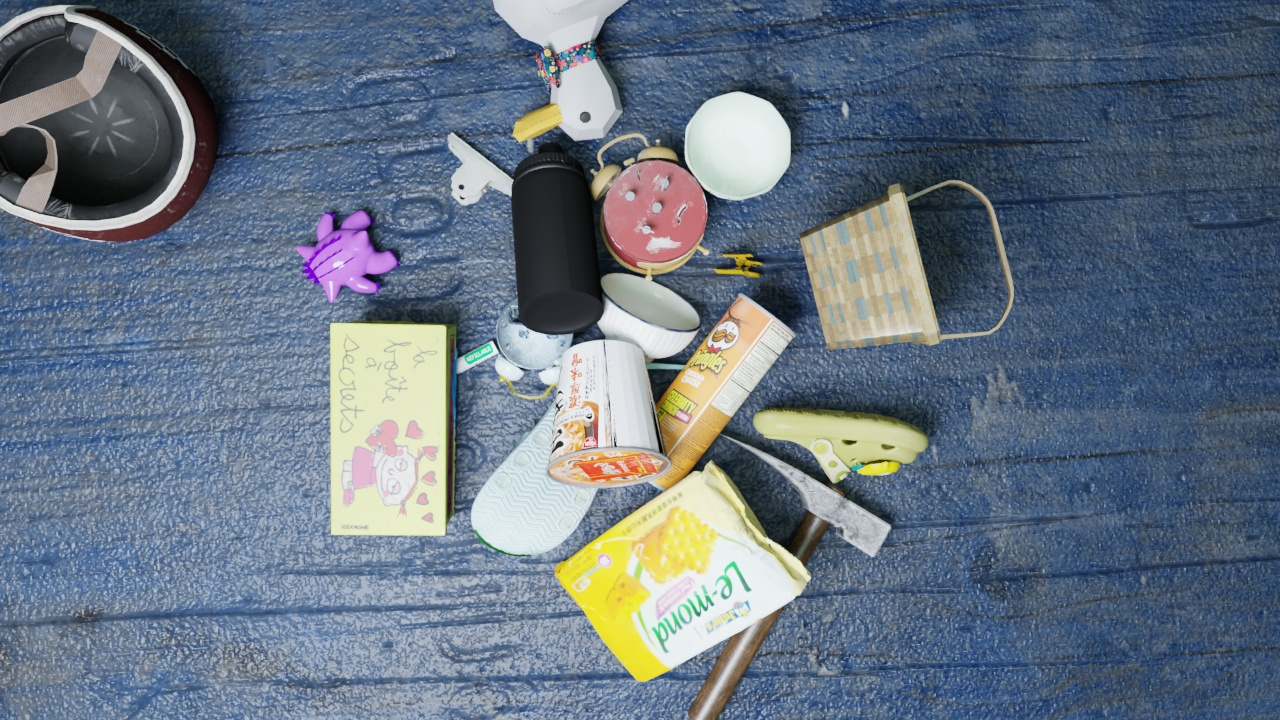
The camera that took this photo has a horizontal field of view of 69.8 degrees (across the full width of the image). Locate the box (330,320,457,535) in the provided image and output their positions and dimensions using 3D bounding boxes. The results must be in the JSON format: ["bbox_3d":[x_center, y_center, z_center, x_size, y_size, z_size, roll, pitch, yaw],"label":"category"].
[{"bbox_3d":[-0.257,0.067,0.962,0.124,0.082,0.221,4,97,-3],"label":"box"}]

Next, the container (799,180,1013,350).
[{"bbox_3d":[0.270,-0.088,0.925,0.186,0.249,0.157,-14,88,13],"label":"container"}]

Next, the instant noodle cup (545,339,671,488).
[{"bbox_3d":[-0.035,0.052,0.923,0.123,0.124,0.121,-3,66,-3],"label":"instant noodle cup"}]

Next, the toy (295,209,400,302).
[{"bbox_3d":[-0.321,-0.114,0.992,0.088,0.056,0.106,-33,89,0],"label":"toy"}]

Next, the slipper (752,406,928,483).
[{"bbox_3d":[0.215,0.094,0.996,0.190,0.091,0.081,7,90,1],"label":"slipper"}]

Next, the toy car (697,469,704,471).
[{"bbox_3d":[0.080,0.156,0.979,0.039,0.027,0.090,-35,92,9],"label":"toy car"}]

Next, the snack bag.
[{"bbox_3d":[0.036,0.221,0.956,0.248,0.068,0.159,-37,92,25],"label":"snack bag"}]

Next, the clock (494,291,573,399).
[{"bbox_3d":[-0.115,-0.016,0.998,0.083,0.057,0.117,8,87,-3],"label":"clock"}]

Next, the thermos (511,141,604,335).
[{"bbox_3d":[-0.091,-0.134,0.963,0.086,0.086,0.198,-6,63,-3],"label":"thermos"}]

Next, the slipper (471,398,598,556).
[{"bbox_3d":[-0.084,0.104,0.991,0.104,0.074,0.245,36,71,-4],"label":"slipper"}]

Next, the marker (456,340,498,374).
[{"bbox_3d":[-0.225,0.018,1.012,0.145,0.017,0.017,-28,89,-4],"label":"marker"}]

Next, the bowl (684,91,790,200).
[{"bbox_3d":[0.103,-0.230,1.015,0.117,0.061,0.117,0,87,-3],"label":"bowl"}]

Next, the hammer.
[{"bbox_3d":[0.108,0.249,1.011,0.217,0.037,0.300,31,87,-1],"label":"hammer"}]

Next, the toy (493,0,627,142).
[{"bbox_3d":[-0.074,-0.379,0.980,0.246,0.141,0.267,-32,107,-5],"label":"toy"}]

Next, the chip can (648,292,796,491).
[{"bbox_3d":[0.071,0.036,0.981,0.075,0.075,0.215,37,95,-1],"label":"chip can"}]

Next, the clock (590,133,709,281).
[{"bbox_3d":[0.008,-0.172,0.998,0.117,0.081,0.159,-25,89,-4],"label":"clock"}]

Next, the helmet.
[{"bbox_3d":[-0.540,-0.219,0.886,0.233,0.253,0.233,26,92,-26],"label":"helmet"}]

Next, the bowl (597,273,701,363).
[{"bbox_3d":[0.000,-0.038,0.986,0.118,0.117,0.062,24,115,-2],"label":"bowl"}]

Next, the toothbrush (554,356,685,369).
[{"bbox_3d":[-0.006,0.006,0.997,0.180,0.016,0.016,3,107,-19],"label":"toothbrush"}]

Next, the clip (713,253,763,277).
[{"bbox_3d":[0.114,-0.108,1.023,0.049,0.054,0.044,-24,107,-27],"label":"clip"}]

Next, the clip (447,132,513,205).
[{"bbox_3d":[-0.187,-0.200,1.025,0.102,0.046,0.056,38,82,0],"label":"clip"}]
